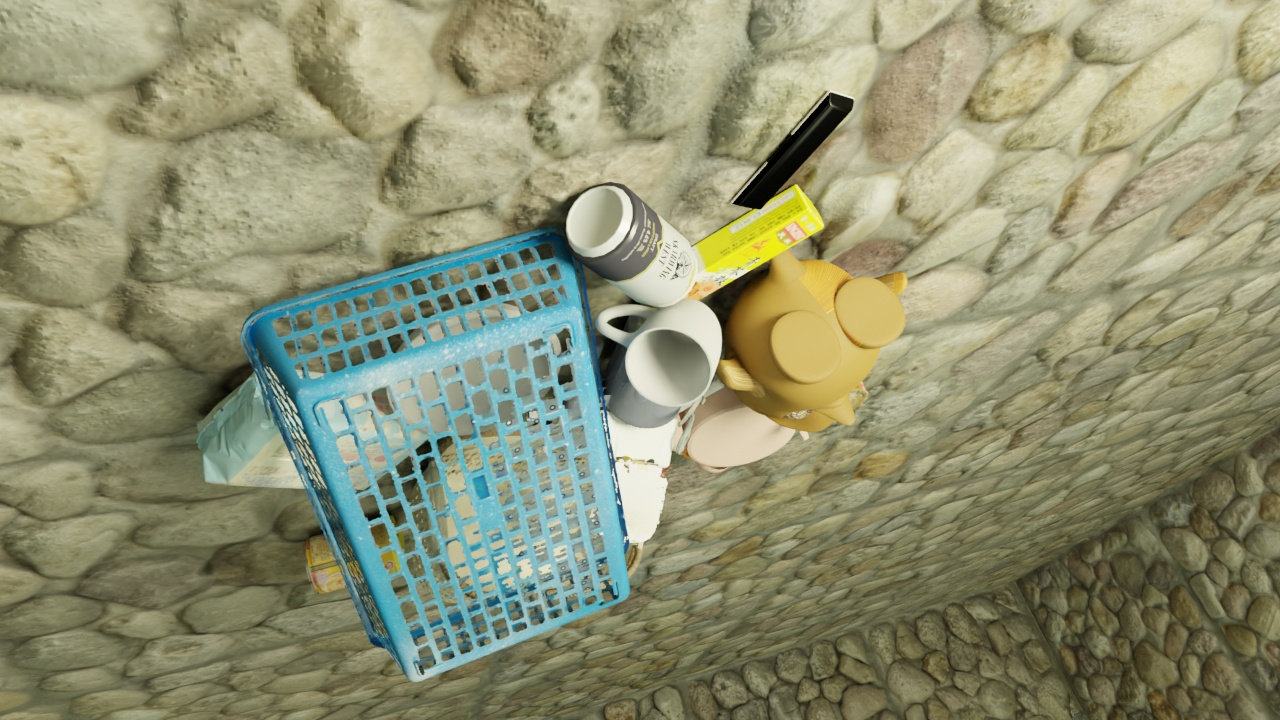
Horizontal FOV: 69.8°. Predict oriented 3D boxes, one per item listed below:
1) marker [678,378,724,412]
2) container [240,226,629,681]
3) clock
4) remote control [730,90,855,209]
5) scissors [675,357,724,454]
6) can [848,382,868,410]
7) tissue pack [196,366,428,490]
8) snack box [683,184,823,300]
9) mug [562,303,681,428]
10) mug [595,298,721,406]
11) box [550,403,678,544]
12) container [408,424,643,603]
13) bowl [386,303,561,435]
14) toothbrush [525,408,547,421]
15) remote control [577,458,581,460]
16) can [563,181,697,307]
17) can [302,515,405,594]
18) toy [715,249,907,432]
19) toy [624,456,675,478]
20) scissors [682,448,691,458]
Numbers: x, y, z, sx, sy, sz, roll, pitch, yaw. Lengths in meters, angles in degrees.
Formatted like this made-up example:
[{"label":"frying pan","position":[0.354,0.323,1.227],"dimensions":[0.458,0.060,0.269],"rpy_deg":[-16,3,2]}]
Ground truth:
[{"label":"marker","position":[0.036,0.048,1.023],"dimensions":[0.126,0.025,0.025],"rpy_deg":[-32,151,21]},{"label":"container","position":[-0.133,0.098,0.741],"dimensions":[0.257,0.089,0.363],"rpy_deg":[-18,125,-14]},{"label":"clock","position":[0.111,0.079,1.057],"dimensions":[0.161,0.086,0.131],"rpy_deg":[-24,144,26]},{"label":"remote control","position":[0.117,-0.158,0.713],"dimensions":[0.028,0.011,0.125],"rpy_deg":[3,145,-37]},{"label":"scissors","position":[0.063,0.032,0.917],"dimensions":[0.173,0.014,0.142],"rpy_deg":[-53,165,-48]},{"label":"can","position":[0.230,0.041,1.120],"dimensions":[0.086,0.043,0.086],"rpy_deg":[-16,153,-9]},{"label":"tissue pack","position":[-0.274,0.060,0.791],"dimensions":[0.112,0.070,0.181],"rpy_deg":[-37,151,30]},{"label":"snack box","position":[0.082,-0.095,0.787],"dimensions":[0.148,0.029,0.040],"rpy_deg":[-30,151,19]},{"label":"mug","position":[-0.005,0.005,0.855],"dimensions":[0.123,0.083,0.104],"rpy_deg":[-6,149,-21]},{"label":"mug","position":[0.017,-0.021,0.767],"dimensions":[0.107,0.089,0.071],"rpy_deg":[24,121,3]},{"label":"box","position":[-0.025,0.116,0.939],"dimensions":[0.108,0.137,0.126],"rpy_deg":[6,-177,-39]},{"label":"container","position":[-0.128,0.171,0.982],"dimensions":[0.245,0.184,0.143],"rpy_deg":[5,154,-35]},{"label":"bowl","position":[-0.144,0.000,0.783],"dimensions":[0.149,0.043,0.150],"rpy_deg":[-16,141,-14]},{"label":"toothbrush","position":[-0.155,0.044,0.900],"dimensions":[0.014,0.014,0.167],"rpy_deg":[-25,155,35]},{"label":"remote control","position":[-0.109,0.154,1.131],"dimensions":[0.137,0.013,0.033],"rpy_deg":[-37,149,29]},{"label":"can","position":[-0.003,-0.085,0.711],"dimensions":[0.064,0.064,0.127],"rpy_deg":[-30,151,18]},{"label":"can","position":[-0.326,0.223,1.054],"dimensions":[0.105,0.067,0.068],"rpy_deg":[-14,152,-12]},{"label":"toy","position":[0.148,-0.004,0.875],"dimensions":[0.198,0.162,0.204],"rpy_deg":[-27,166,-15]},{"label":"toy","position":[0.000,0.123,1.113],"dimensions":[0.084,0.046,0.103],"rpy_deg":[-9,162,3]},{"label":"scissors","position":[0.071,0.093,1.143],"dimensions":[0.128,0.011,0.125],"rpy_deg":[-25,150,14]}]
